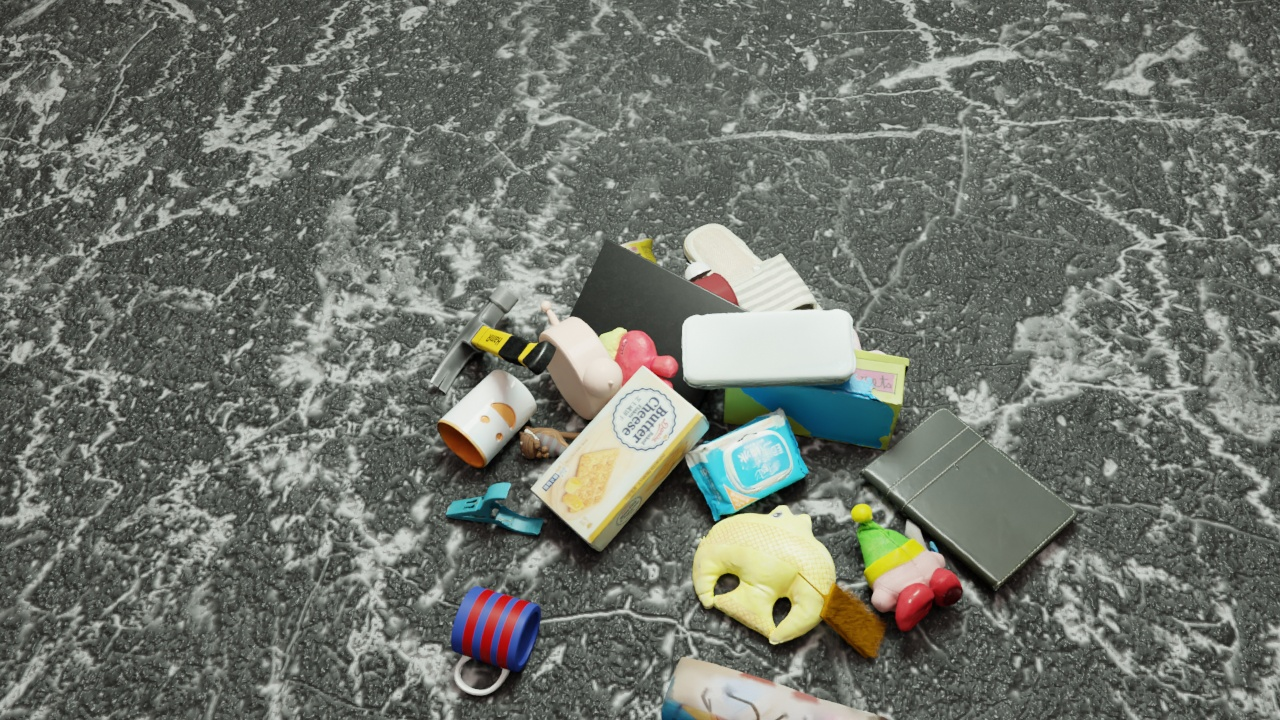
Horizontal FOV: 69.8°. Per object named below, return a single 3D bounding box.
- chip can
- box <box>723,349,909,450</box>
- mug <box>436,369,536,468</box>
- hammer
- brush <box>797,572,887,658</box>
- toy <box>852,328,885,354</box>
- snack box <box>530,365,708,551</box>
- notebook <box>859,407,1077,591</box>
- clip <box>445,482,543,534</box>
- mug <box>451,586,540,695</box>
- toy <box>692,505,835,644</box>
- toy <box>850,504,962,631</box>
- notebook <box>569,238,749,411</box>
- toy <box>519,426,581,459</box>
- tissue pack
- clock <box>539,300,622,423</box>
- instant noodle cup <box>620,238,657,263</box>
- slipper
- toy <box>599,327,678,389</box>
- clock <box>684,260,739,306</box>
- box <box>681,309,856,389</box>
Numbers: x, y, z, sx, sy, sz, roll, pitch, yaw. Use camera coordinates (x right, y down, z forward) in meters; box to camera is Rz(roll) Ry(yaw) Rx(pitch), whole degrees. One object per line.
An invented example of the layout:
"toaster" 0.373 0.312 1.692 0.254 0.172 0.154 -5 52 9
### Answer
"chip can" 0.140 0.374 0.951 0.230 0.080 0.079 14 55 13
"box" 0.221 0.039 1.175 0.221 0.124 0.079 7 56 10
"mug" -0.198 0.075 1.191 0.082 0.082 0.105 30 59 23
"hammer" -0.178 -0.016 1.165 0.169 0.034 0.325 -53 24 -10
"brush" 0.222 0.274 1.011 0.126 0.017 0.048 44 57 -17
"toy" 0.284 -0.009 1.256 0.110 0.047 0.063 41 67 16
"snack box" -0.023 0.119 1.120 0.104 0.057 0.207 40 82 20
"notebook" 0.402 0.162 1.124 0.169 0.029 0.209 -30 59 -25
"clip" -0.169 0.187 1.125 0.118 0.120 0.033 27 53 -18
"mug" -0.165 0.316 1.020 0.076 0.075 0.112 13 81 12
"toy" 0.146 0.238 1.066 0.170 0.065 0.154 21 68 26
"toy" 0.300 0.227 1.051 0.124 0.097 0.131 -23 36 -22
"notebook" 0.011 -0.042 1.247 0.231 0.019 0.169 30 99 23
"toy" -0.113 0.106 1.190 0.102 0.042 0.054 6 31 17
"tissue pack" 0.135 0.125 1.130 0.144 0.062 0.093 -24 86 -18
"clock" -0.086 0.017 1.198 0.086 0.131 0.160 -36 59 -23
"instant noodle cup" -0.002 -0.096 1.312 0.100 0.100 0.112 -24 66 -15
"slipper" 0.163 -0.117 1.341 0.114 0.054 0.272 -34 58 -15
"toy" -0.007 0.007 1.211 0.135 0.092 0.045 27 23 33
"clock" 0.097 -0.086 1.296 0.044 0.087 0.124 -24 58 -16
"box" 0.153 -0.016 1.114 0.214 0.063 0.118 1 58 3
